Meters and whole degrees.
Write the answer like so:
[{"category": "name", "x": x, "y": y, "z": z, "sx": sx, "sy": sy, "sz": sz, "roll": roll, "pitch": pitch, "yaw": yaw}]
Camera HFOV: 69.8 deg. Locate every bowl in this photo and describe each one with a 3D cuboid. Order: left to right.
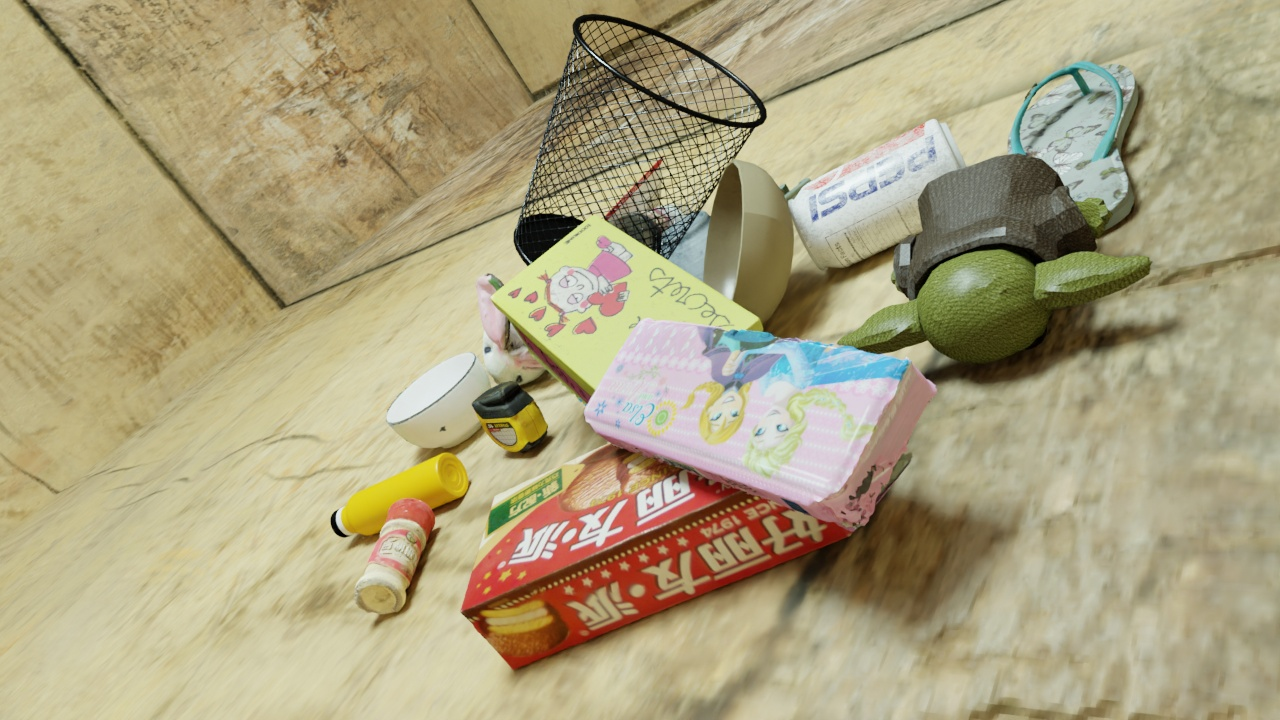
[{"category": "bowl", "x": -0.203, "y": 0.050, "z": 0.960, "sx": 0.113, "sy": 0.063, "sz": 0.113, "roll": -29, "pitch": 22, "yaw": 13}, {"category": "bowl", "x": 0.058, "y": -0.116, "z": 0.941, "sx": 0.137, "sy": 0.057, "sz": 0.137, "roll": -29, "pitch": 22, "yaw": 13}, {"category": "bowl", "x": 0.091, "y": -0.087, "z": 0.762, "sx": 0.050, "sy": 0.152, "sz": 0.152, "roll": 5, "pitch": 23, "yaw": -7}]

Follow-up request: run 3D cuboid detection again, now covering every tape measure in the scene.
[{"category": "tape measure", "x": -0.116, "y": 0.052, "z": 0.833, "sx": 0.037, "sy": 0.064, "sz": 0.066, "roll": -41, "pitch": 13, "yaw": -36}]

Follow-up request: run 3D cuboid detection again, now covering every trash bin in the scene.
[{"category": "trash bin", "x": -0.015, "y": -0.175, "z": 0.848, "sx": 0.211, "sy": 0.184, "sz": 0.183, "roll": -61, "pitch": 6, "yaw": 32}]

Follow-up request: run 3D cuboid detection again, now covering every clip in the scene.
[{"category": "clip", "x": 0.148, "y": -0.162, "z": 0.959, "sx": 0.075, "sy": 0.023, "sz": 0.059, "roll": -45, "pitch": 23, "yaw": -30}]

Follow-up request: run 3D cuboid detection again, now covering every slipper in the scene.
[{"category": "slipper", "x": 0.319, "y": -0.172, "z": 0.698, "sx": 0.098, "sy": 0.055, "sz": 0.267, "roll": -19, "pitch": 28, "yaw": 38}]

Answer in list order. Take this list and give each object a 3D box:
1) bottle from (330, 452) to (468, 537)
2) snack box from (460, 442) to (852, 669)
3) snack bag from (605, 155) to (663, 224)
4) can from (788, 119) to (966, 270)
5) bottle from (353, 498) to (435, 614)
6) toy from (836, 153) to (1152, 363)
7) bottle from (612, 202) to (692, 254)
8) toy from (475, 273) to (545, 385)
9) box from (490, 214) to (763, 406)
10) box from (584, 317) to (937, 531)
[{"category": "bottle", "x": -0.229, "y": 0.131, "z": 0.858, "sx": 0.144, "sy": 0.043, "sz": 0.043, "roll": -25, "pitch": 24, "yaw": 23}, {"category": "snack box", "x": 0.006, "y": 0.096, "z": 0.572, "sx": 0.237, "sy": 0.060, "sz": 0.113, "roll": -27, "pitch": 25, "yaw": 19}, {"category": "snack bag", "x": -0.015, "y": -0.147, "z": 1.059, "sx": 0.130, "sy": 0.039, "sz": 0.144, "roll": -52, "pitch": -14, "yaw": -37}, {"category": "can", "x": 0.197, "y": -0.133, "z": 0.750, "sx": 0.136, "sy": 0.078, "sz": 0.078, "roll": -25, "pitch": 24, "yaw": 22}, {"category": "bottle", "x": -0.202, "y": 0.161, "z": 0.760, "sx": 0.044, "sy": 0.044, "sz": 0.109, "roll": -28, "pitch": 23, "yaw": 16}, {"category": "toy", "x": 0.218, "y": -0.061, "z": 0.573, "sx": 0.180, "sy": 0.078, "sz": 0.152, "roll": -17, "pitch": 36, "yaw": 37}, {"category": "bottle", "x": 0.016, "y": -0.139, "z": 1.005, "sx": 0.056, "sy": 0.056, "sz": 0.105, "roll": -18, "pitch": 5, "yaw": 36}, {"category": "toy", "x": -0.135, "y": -0.026, "z": 0.994, "sx": 0.105, "sy": 0.131, "sz": 0.205, "roll": -57, "pitch": 10, "yaw": 1}, {"category": "box", "x": -0.009, "y": -0.018, "z": 0.716, "sx": 0.124, "sy": 0.081, "sz": 0.221, "roll": -38, "pitch": 41, "yaw": -10}, {"category": "box", "x": 0.056, "y": 0.030, "z": 0.513, "sx": 0.231, "sy": 0.053, "sz": 0.084, "roll": 11, "pitch": 68, "yaw": 56}]
